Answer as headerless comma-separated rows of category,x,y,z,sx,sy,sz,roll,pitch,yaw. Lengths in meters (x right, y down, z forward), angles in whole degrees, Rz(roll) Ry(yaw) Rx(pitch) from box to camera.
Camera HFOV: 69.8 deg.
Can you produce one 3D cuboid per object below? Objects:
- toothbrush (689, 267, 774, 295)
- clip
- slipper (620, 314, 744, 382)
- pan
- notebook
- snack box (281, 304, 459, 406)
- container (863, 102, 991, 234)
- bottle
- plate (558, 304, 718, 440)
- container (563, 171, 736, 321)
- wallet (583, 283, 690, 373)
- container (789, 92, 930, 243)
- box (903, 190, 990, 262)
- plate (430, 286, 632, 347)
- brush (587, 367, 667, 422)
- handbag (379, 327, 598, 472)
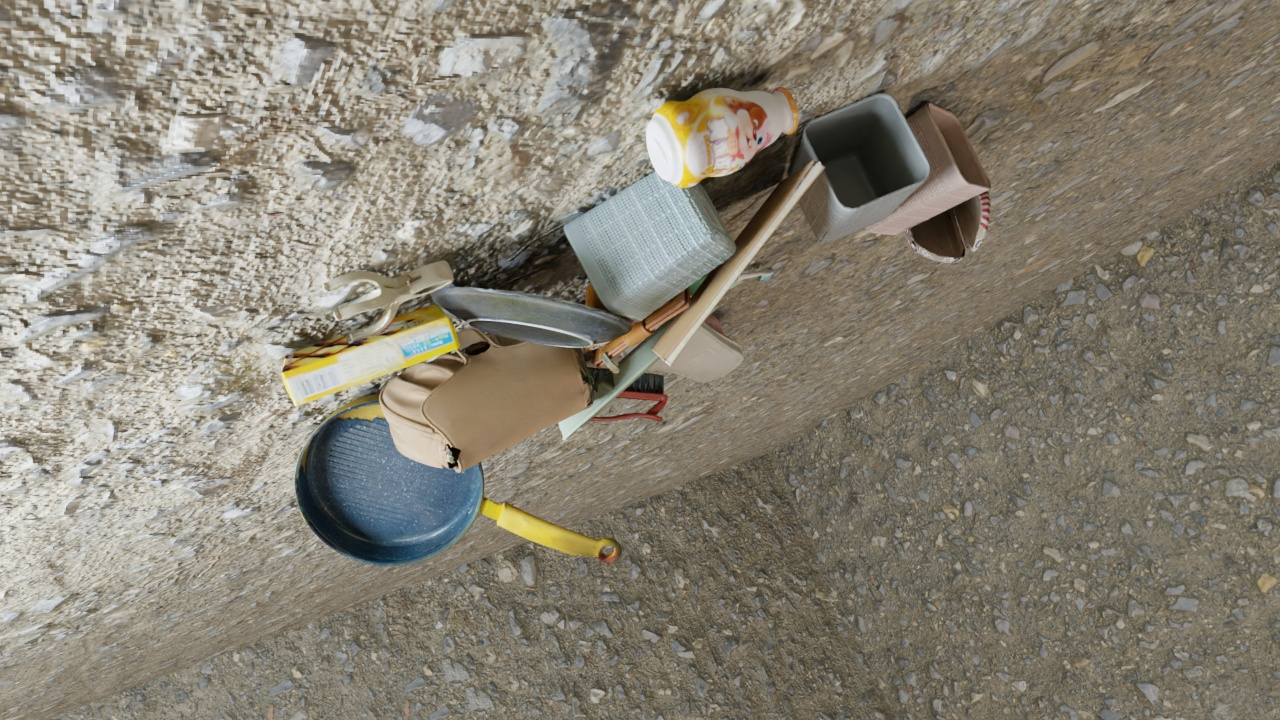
toothbrush,0.084,-0.094,1.080,0.223,0.026,0.027,-13,141,-41
clip,-0.204,-0.052,0.718,0.100,0.035,0.098,-28,165,15
slipper,0.055,-0.025,1.224,0.114,0.054,0.274,-34,154,22
pan,-0.193,0.156,0.999,0.357,0.198,0.078,16,-163,-14
notebook,0.081,-0.088,0.841,0.211,0.012,0.149,-52,-174,2
snack box,-0.228,-0.007,0.776,0.140,0.034,0.087,-19,-164,-15
container,0.272,-0.186,0.924,0.111,0.090,0.090,-29,167,36
bottle,0.061,-0.169,0.671,0.108,0.063,0.063,-21,166,-15
plate,-0.006,0.006,1.029,0.230,0.027,0.230,-41,179,-1
container,0.012,-0.103,0.790,0.112,0.090,0.090,-32,165,16
wallet,-0.006,-0.059,0.887,0.035,0.118,0.131,26,136,-36
container,0.195,-0.171,0.848,0.090,0.090,0.114,-22,170,-6
box,0.328,-0.175,0.988,0.075,0.161,0.086,17,128,-5
plate,-0.096,-0.033,0.806,0.179,0.024,0.179,8,174,1
brush,-0.034,0.047,1.206,0.145,0.069,0.063,6,177,-17
handbag,-0.149,0.027,0.908,0.204,0.100,0.148,-27,-147,-27
